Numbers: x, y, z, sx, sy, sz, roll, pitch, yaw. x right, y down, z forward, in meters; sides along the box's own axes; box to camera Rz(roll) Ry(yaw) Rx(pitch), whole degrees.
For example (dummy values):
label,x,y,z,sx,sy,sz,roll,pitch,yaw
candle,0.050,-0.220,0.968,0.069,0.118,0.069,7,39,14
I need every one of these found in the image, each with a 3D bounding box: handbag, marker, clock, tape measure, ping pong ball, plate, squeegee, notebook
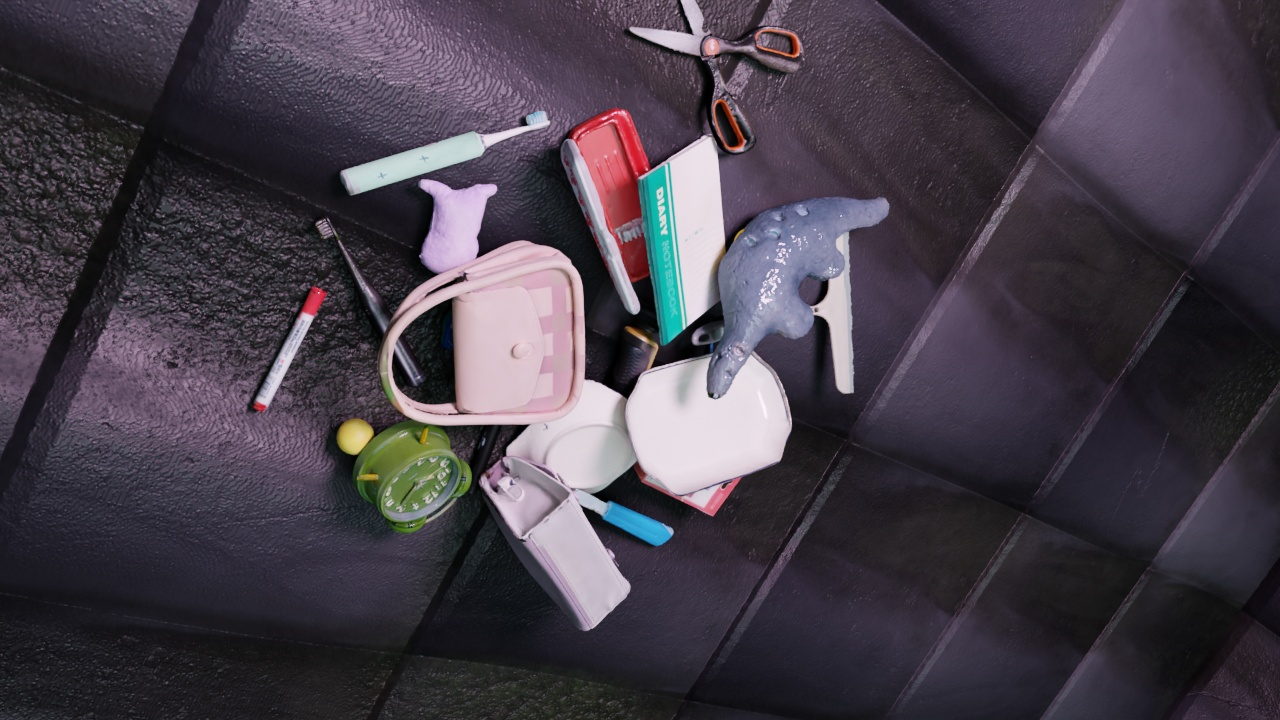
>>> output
label,x,y,z,sx,sy,sz,roll,pitch,yaw
handbag,-0.174,-0.016,0.987,0.233,0.093,0.193,-16,119,-35
marker,-0.184,0.102,1.110,0.022,0.020,0.132,14,107,-23
handbag,-0.107,0.218,1.126,0.098,0.145,0.197,-42,132,-22
clock,-0.257,0.137,1.052,0.116,0.056,0.161,-37,146,-13
tape measure,-0.196,-0.037,1.032,0.058,0.025,0.054,-4,115,-37
ping pong ball,-0.317,0.085,1.019,0.040,0.040,0.040,-12,118,-22
marker,-0.368,-0.011,0.960,0.017,0.017,0.145,24,101,-34
plate,0.085,0.076,1.166,0.265,0.034,0.162,-14,86,-37
squeegee,0.168,-0.052,1.204,0.246,0.039,0.247,-13,107,-23
notebook,0.054,-0.141,1.077,0.150,0.012,0.209,-40,133,-41
plate,-0.066,0.109,1.142,0.163,0.034,0.164,29,114,-35

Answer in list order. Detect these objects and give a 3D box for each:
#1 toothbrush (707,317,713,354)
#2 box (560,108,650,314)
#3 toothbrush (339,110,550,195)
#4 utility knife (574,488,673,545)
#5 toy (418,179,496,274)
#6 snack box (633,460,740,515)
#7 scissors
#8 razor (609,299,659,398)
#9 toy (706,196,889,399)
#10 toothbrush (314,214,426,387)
label,x,y,z,sx,sy,sz,roll,pitch,yaw
toothbrush,0.091,0.029,1.221,0.016,0.014,0.190,-6,118,-7
box,-0.017,-0.163,1.018,0.112,0.099,0.201,-30,124,-11
toothbrush,-0.196,-0.215,0.943,0.224,0.026,0.027,-22,100,-17
utility knife,-0.024,0.209,1.228,0.034,0.018,0.209,-48,136,6
toy,-0.200,-0.138,0.971,0.083,0.039,0.108,2,119,-30
snack box,0.075,0.132,1.231,0.127,0.044,0.113,29,102,-26
scissors,0.093,-0.336,1.031,0.220,0.022,0.231,-16,114,-22
razor,-0.007,0.007,1.141,0.067,0.062,0.168,-20,133,-55
toy,0.172,-0.110,1.131,0.138,0.091,0.355,44,74,-16
toothbrush,-0.285,-0.060,0.974,0.027,0.026,0.213,-37,126,-21
